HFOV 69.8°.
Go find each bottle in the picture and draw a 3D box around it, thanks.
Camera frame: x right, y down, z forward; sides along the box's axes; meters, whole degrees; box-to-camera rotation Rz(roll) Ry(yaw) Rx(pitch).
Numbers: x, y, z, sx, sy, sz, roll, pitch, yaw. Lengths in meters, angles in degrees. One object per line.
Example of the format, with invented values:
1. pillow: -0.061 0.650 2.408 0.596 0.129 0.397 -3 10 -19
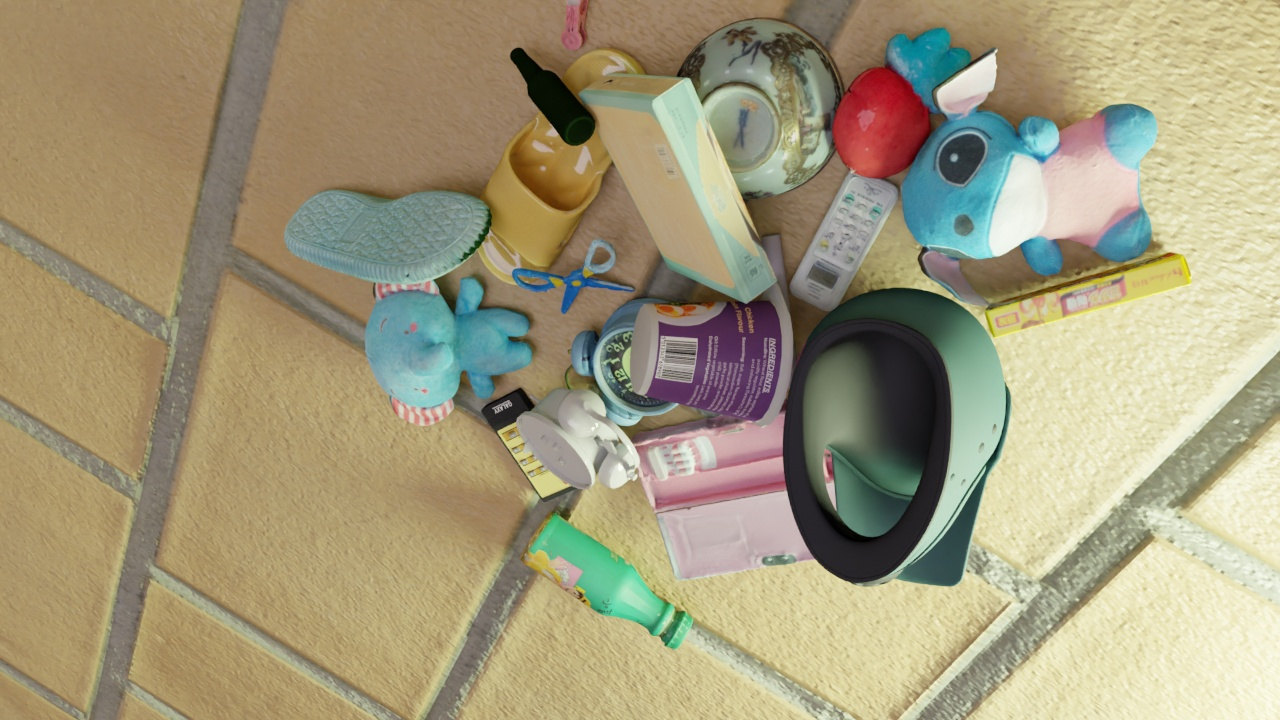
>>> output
1. bottle: -0.036 0.259 1.061 0.209 0.067 0.068 33 120 2
2. bottle: -0.083 -0.239 0.815 0.123 0.033 0.033 54 124 29

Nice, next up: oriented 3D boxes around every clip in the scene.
1. clip: -0.059 -0.310 0.827 0.023 0.045 0.060 21 105 12

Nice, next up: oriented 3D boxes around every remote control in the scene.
1. remote control: 0.186 -0.110 0.843 0.050 0.022 0.134 27 119 4
2. remote control: -0.123 0.098 1.048 0.058 0.013 0.133 -27 103 27

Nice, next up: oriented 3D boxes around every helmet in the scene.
1. helmet: 0.226 0.074 0.808 0.177 0.199 0.275 7 94 31

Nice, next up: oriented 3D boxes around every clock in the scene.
1. clock: -0.064 0.083 0.955 0.159 0.061 0.120 5 133 51
2. clock: -0.006 0.006 0.941 0.162 0.059 0.118 -28 104 31

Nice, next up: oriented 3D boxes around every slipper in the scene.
1. slipper: -0.088 -0.177 0.874 0.099 0.078 0.264 39 118 -1
2. slipper: -0.256 -0.120 0.933 0.277 0.115 0.069 12 150 34

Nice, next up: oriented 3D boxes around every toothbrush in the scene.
1. toothbrush: 0.138 -0.027 0.881 0.018 0.019 0.188 -8 101 10

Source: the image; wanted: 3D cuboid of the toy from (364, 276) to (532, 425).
1. toy: -0.208 -0.012 0.978 0.181 0.114 0.183 -1 107 8

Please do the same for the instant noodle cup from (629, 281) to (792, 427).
1. instant noodle cup: 0.059 -0.012 0.836 0.121 0.122 0.136 6 84 -12

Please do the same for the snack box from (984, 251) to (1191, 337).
1. snack box: 0.373 -0.055 0.774 0.152 0.075 0.025 -17 91 25

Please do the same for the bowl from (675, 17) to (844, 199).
1. bowl: 0.091 -0.208 0.789 0.160 0.093 0.160 7 116 15

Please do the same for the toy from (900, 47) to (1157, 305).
1. toy: 0.310 -0.150 0.740 0.191 0.098 0.224 -2 124 13

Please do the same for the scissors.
1. scissors: -0.065 -0.083 0.919 0.125 0.013 0.127 9 150 -16

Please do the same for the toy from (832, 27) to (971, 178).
1. toy: 0.215 -0.214 0.765 0.092 0.062 0.133 32 104 -34

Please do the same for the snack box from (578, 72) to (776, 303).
1. snack box: 0.031 -0.150 0.790 0.044 0.141 0.194 -37 120 -12

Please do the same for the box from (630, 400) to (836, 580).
1. box: 0.117 0.136 0.970 0.233 0.039 0.179 -13 105 23

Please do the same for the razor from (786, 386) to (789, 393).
1. razor: 0.139 0.028 0.917 0.144 0.044 0.021 -4 100 14
